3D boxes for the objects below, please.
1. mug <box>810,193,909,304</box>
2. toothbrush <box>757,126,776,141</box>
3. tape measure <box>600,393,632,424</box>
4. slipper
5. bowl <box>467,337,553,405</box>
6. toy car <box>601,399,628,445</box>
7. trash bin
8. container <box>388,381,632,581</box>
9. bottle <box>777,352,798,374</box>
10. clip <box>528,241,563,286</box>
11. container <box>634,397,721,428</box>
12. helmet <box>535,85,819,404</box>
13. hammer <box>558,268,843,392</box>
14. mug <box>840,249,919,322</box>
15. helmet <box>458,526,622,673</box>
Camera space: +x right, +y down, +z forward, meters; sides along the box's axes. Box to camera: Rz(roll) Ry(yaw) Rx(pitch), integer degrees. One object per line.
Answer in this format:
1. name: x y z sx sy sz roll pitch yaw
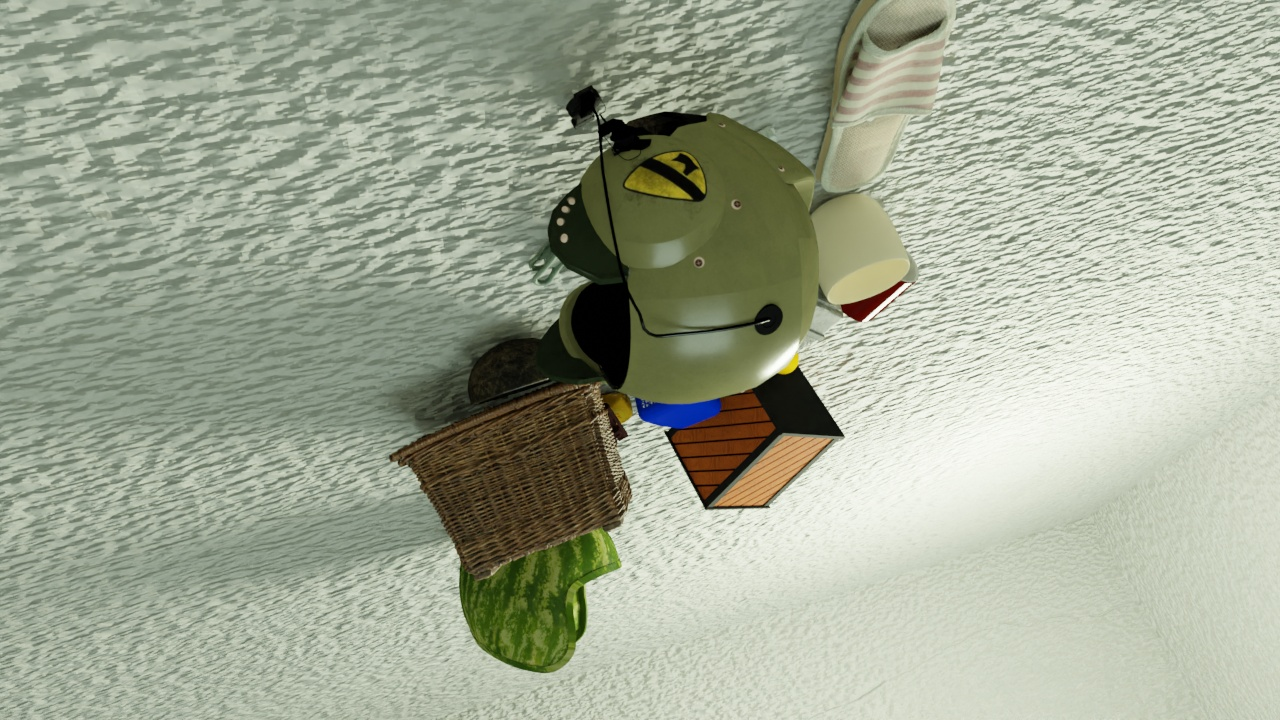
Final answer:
1. mug: 0.232 -0.124 1.013 0.096 0.099 0.120 -18 159 1
2. toothbrush: 0.045 -0.174 0.882 0.187 0.017 0.012 -26 132 13
3. tape measure: -0.040 0.066 1.254 0.068 0.030 0.059 -21 153 16
4. slipper: 0.221 -0.238 0.847 0.115 0.052 0.263 -17 153 -9
5. bowl: -0.141 0.006 1.033 0.121 0.056 0.121 -18 179 -1
6. toy car: -0.106 0.110 1.218 0.170 0.061 0.070 -29 123 4
7. trash bin: 0.161 0.106 1.316 0.139 0.139 0.172 7 133 -42
8. container: -0.133 0.136 1.099 0.250 0.183 0.162 -22 -179 4
9. bottle: 0.169 -0.009 1.216 0.043 0.043 0.143 -31 162 20
10. clip: -0.085 -0.105 0.911 0.023 0.044 0.076 10 141 -37
11. container: 0.050 0.052 1.242 0.096 0.058 0.114 -25 156 31
12. helmet: 0.027 -0.090 0.740 0.232 0.255 0.251 -9 153 -14
13. hammer: 0.057 -0.072 1.009 0.325 0.079 0.177 19 136 -37
14. mug: 0.270 -0.106 1.116 0.105 0.073 0.083 26 135 -17
15. helmet: -0.166 0.344 1.459 0.243 0.247 0.213 20 177 6
